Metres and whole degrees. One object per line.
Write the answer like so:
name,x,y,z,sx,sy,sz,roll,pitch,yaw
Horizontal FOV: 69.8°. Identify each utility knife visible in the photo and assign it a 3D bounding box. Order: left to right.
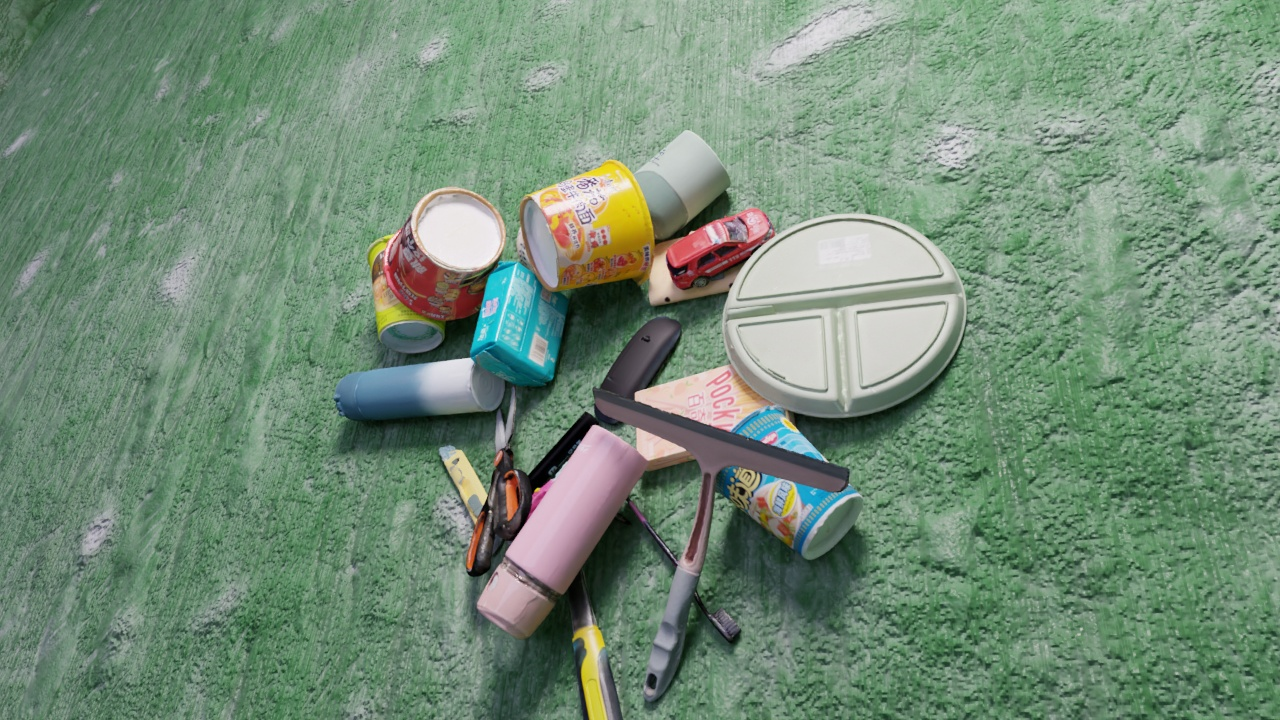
utility knife,-0.184,0.146,0.997,0.031,0.018,0.166,-37,44,-3

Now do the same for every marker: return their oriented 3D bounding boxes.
marker,-0.095,0.106,0.964,0.022,0.020,0.132,43,86,4

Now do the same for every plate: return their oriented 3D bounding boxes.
plate,0.188,-0.051,0.873,0.230,0.027,0.229,-9,57,13

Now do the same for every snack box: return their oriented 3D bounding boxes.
snack box,0.070,0.051,0.899,0.157,0.026,0.084,-18,53,20

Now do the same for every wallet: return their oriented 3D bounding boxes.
wallet,0.066,-0.107,1.011,0.115,0.024,0.087,-11,60,25

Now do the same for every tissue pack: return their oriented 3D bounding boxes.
tissue pack,-0.135,-0.042,1.036,0.050,0.093,0.133,-18,51,39

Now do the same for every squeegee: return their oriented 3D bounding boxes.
squeegee,0.040,0.172,0.783,0.248,0.040,0.250,17,98,32

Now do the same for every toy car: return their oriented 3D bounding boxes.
toy car,0.083,-0.120,0.967,0.120,0.045,0.053,-26,53,8

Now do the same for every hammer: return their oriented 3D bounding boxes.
hammer,-0.044,0.261,0.823,0.126,0.032,0.322,-28,50,13

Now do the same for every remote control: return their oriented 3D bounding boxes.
remote control,-0.006,0.006,0.975,0.053,0.024,0.136,22,73,40

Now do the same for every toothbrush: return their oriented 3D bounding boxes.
toothbrush,0.034,0.184,0.841,0.017,0.014,0.189,-35,47,-8

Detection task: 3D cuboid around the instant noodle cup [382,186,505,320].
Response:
instant noodle cup,-0.226,-0.130,1.078,0.109,0.138,0.137,-42,30,59

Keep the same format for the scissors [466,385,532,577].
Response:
scissors,-0.152,0.124,0.953,0.190,0.021,0.229,-64,23,4

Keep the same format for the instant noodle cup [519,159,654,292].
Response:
instant noodle cup,-0.063,-0.141,1.010,0.109,0.138,0.138,-19,44,-22

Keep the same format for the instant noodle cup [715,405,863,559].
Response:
instant noodle cup,0.127,0.110,0.788,0.099,0.099,0.110,-45,57,-4

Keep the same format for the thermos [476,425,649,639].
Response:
thermos,-0.075,0.158,0.851,0.198,0.067,0.087,-56,18,-10

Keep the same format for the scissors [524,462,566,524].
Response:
scissors,-0.083,0.118,0.926,0.133,0.017,0.057,-48,12,-36

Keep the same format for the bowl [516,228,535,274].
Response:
bowl,-0.107,-0.156,1.119,0.114,0.062,0.113,-17,52,22

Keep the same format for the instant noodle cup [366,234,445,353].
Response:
instant noodle cup,-0.286,-0.079,1.150,0.112,0.111,0.123,-19,60,19

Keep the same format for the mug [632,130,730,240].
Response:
mug,0.034,-0.199,1.057,0.106,0.082,0.112,-42,17,-2

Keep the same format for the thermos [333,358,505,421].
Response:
thermos,-0.266,0.035,1.084,0.221,0.070,0.070,-6,57,28
